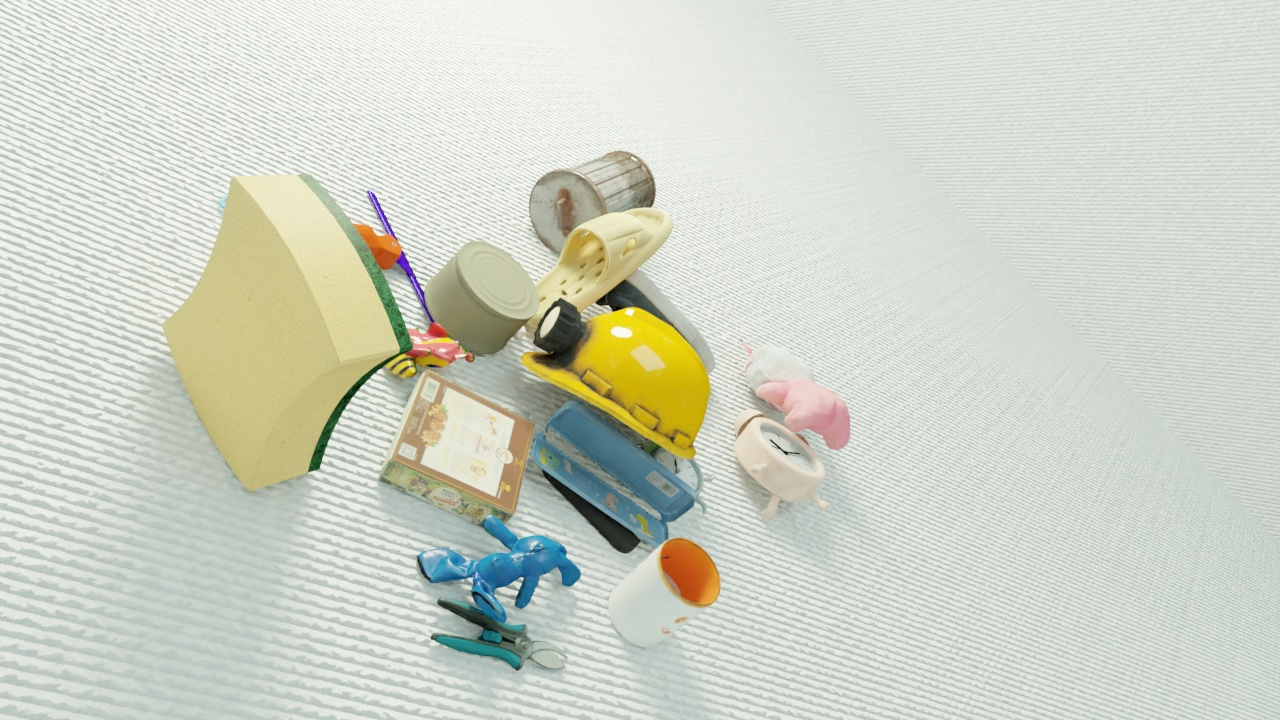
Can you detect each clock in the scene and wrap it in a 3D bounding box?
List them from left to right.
[{"bbox_3d":[0.033,0.148,1.185,0.119,0.043,0.094,36,34,-9],"label":"clock"},{"bbox_3d":[0.193,0.149,1.320,0.131,0.086,0.160,29,28,-17],"label":"clock"}]

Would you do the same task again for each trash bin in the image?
[{"bbox_3d":[-0.074,-0.249,1.431,0.131,0.131,0.210,44,34,4],"label":"trash bin"}]

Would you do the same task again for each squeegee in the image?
[{"bbox_3d":[-0.349,-0.140,1.115,0.184,0.055,0.249,3,50,-52],"label":"squeegee"}]

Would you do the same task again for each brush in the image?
[{"bbox_3d":[-0.331,-0.023,0.839,0.075,0.251,0.195,-17,69,-51],"label":"brush"}]

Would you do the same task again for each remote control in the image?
[{"bbox_3d":[-0.059,0.172,1.095,0.147,0.015,0.033,45,35,4],"label":"remote control"}]

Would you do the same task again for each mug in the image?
[{"bbox_3d":[0.025,0.255,1.008,0.082,0.106,0.082,25,39,-22],"label":"mug"}]

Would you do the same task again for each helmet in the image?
[{"bbox_3d":[-0.007,0.007,1.150,0.255,0.131,0.205,30,3,-23],"label":"helmet"}]

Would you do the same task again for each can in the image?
[{"bbox_3d":[-0.199,-0.081,1.164,0.127,0.073,0.127,34,33,-26],"label":"can"}]

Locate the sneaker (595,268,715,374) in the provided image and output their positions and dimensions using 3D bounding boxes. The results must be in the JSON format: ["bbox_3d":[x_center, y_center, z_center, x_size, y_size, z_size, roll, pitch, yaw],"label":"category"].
[{"bbox_3d":[0.019,-0.043,1.339,0.235,0.087,0.089,46,-9,-25],"label":"sneaker"}]

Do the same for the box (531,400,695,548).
[{"bbox_3d":[-0.031,0.143,1.091,0.210,0.073,0.078,39,33,-15],"label":"box"}]

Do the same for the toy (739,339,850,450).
[{"bbox_3d":[0.237,0.047,1.420,0.142,0.084,0.213,25,15,-33],"label":"toy"}]

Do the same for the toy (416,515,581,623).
[{"bbox_3d":[-0.127,0.218,0.940,0.176,0.071,0.112,1,41,-43],"label":"toy"}]

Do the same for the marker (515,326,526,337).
[{"bbox_3d":[-0.185,-0.091,1.254,0.017,0.017,0.145,5,49,-41],"label":"marker"}]

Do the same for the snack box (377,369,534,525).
[{"bbox_3d":[-0.198,0.099,1.017,0.147,0.041,0.142,28,37,-18],"label":"snack box"}]

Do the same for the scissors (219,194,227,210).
[{"bbox_3d":[-0.448,-0.179,1.106,0.119,0.015,0.138,29,31,-20],"label":"scissors"}]

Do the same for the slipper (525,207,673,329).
[{"bbox_3d":[-0.071,-0.147,1.263,0.261,0.079,0.111,-44,43,-19],"label":"slipper"}]

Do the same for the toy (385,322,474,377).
[{"bbox_3d":[-0.252,-0.011,1.078,0.103,0.046,0.084,-20,49,-42],"label":"toy"}]

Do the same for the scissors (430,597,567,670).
[{"bbox_3d":[-0.142,0.277,0.903,0.131,0.019,0.149,54,35,13],"label":"scissors"}]
